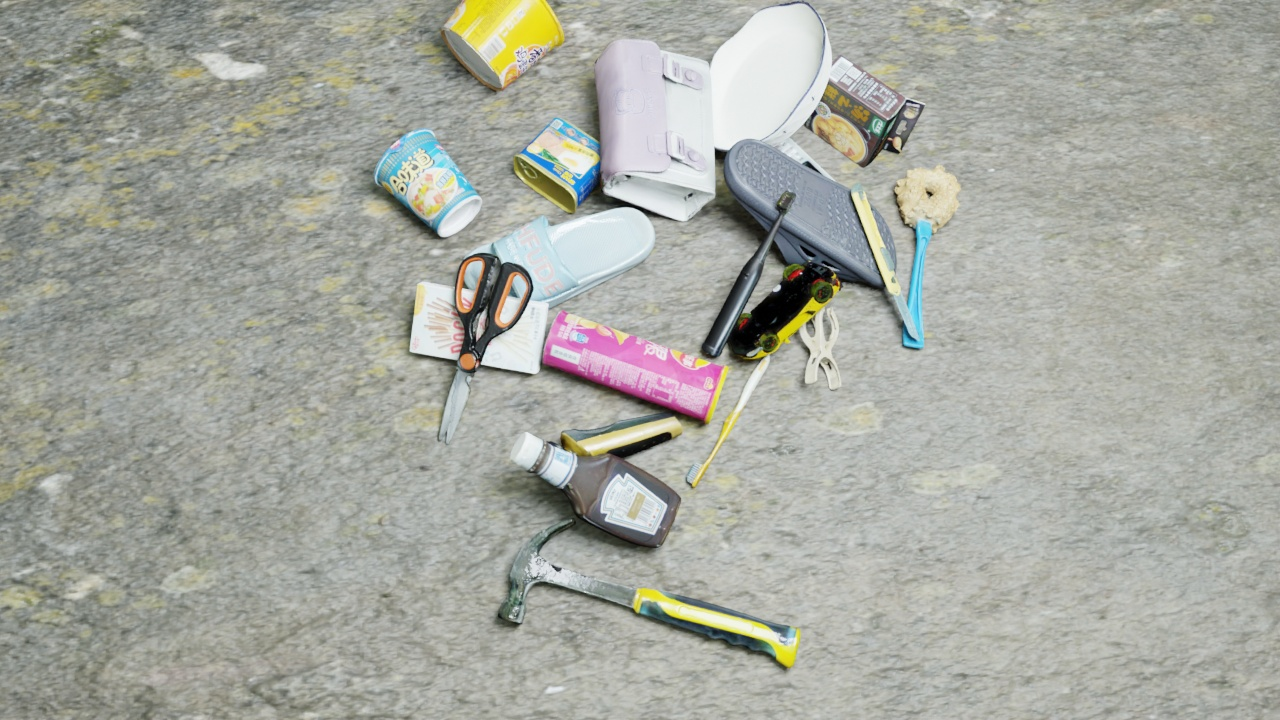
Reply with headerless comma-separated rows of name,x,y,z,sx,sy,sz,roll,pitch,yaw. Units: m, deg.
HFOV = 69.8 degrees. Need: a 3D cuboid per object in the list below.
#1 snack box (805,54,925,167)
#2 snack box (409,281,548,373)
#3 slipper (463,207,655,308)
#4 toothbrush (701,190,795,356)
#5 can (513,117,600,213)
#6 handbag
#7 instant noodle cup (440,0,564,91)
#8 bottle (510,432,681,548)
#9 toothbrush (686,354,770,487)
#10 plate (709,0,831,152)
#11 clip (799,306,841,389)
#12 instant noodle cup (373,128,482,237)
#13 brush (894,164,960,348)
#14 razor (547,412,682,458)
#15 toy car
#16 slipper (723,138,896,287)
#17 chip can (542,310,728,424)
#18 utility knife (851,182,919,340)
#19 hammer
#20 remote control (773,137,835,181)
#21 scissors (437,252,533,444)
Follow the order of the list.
snack box,0.285,-0.315,1.181,0.125,0.113,0.053,40,74,12
snack box,-0.192,-0.039,1.094,0.157,0.026,0.085,10,103,1
slipper,-0.097,-0.131,1.126,0.245,0.074,0.104,-20,72,-10
toothbrush,0.129,-0.102,1.085,0.026,0.027,0.213,44,114,47
can,-0.098,-0.252,1.180,0.102,0.057,0.083,36,70,10
handbag,0.018,-0.294,1.156,0.144,0.099,0.196,8,67,-23
instant noodle cup,-0.186,-0.432,1.207,0.138,0.138,0.109,40,83,12
bottle,-0.050,0.137,1.003,0.195,0.044,0.079,30,74,-19
toothbrush,0.106,0.068,1.090,0.018,0.016,0.191,27,72,17
plate,0.160,-0.354,1.171,0.045,0.205,0.204,25,63,-40
clip,0.219,-0.016,1.107,0.071,0.035,0.100,14,65,-36
instant noodle cup,-0.260,-0.216,1.147,0.099,0.099,0.110,-41,84,-15
brush,0.356,-0.135,1.162,0.083,0.046,0.254,11,74,-2
razor,-0.032,0.098,1.057,0.167,0.062,0.067,-16,53,-13
toy car,0.172,-0.058,1.106,0.156,0.041,0.071,-43,37,0
slipper,0.204,-0.175,1.142,0.268,0.084,0.110,29,59,-17
chip can,-0.006,0.006,1.080,0.210,0.071,0.071,20,71,6
utility knife,0.297,-0.121,1.123,0.030,0.022,0.210,-14,86,-41
hammer,0.016,0.265,1.007,0.323,0.032,0.126,15,71,4
remote control,0.194,-0.257,1.207,0.058,0.021,0.150,-39,75,-14
scissors,-0.207,-0.017,1.070,0.142,0.021,0.235,41,99,6
